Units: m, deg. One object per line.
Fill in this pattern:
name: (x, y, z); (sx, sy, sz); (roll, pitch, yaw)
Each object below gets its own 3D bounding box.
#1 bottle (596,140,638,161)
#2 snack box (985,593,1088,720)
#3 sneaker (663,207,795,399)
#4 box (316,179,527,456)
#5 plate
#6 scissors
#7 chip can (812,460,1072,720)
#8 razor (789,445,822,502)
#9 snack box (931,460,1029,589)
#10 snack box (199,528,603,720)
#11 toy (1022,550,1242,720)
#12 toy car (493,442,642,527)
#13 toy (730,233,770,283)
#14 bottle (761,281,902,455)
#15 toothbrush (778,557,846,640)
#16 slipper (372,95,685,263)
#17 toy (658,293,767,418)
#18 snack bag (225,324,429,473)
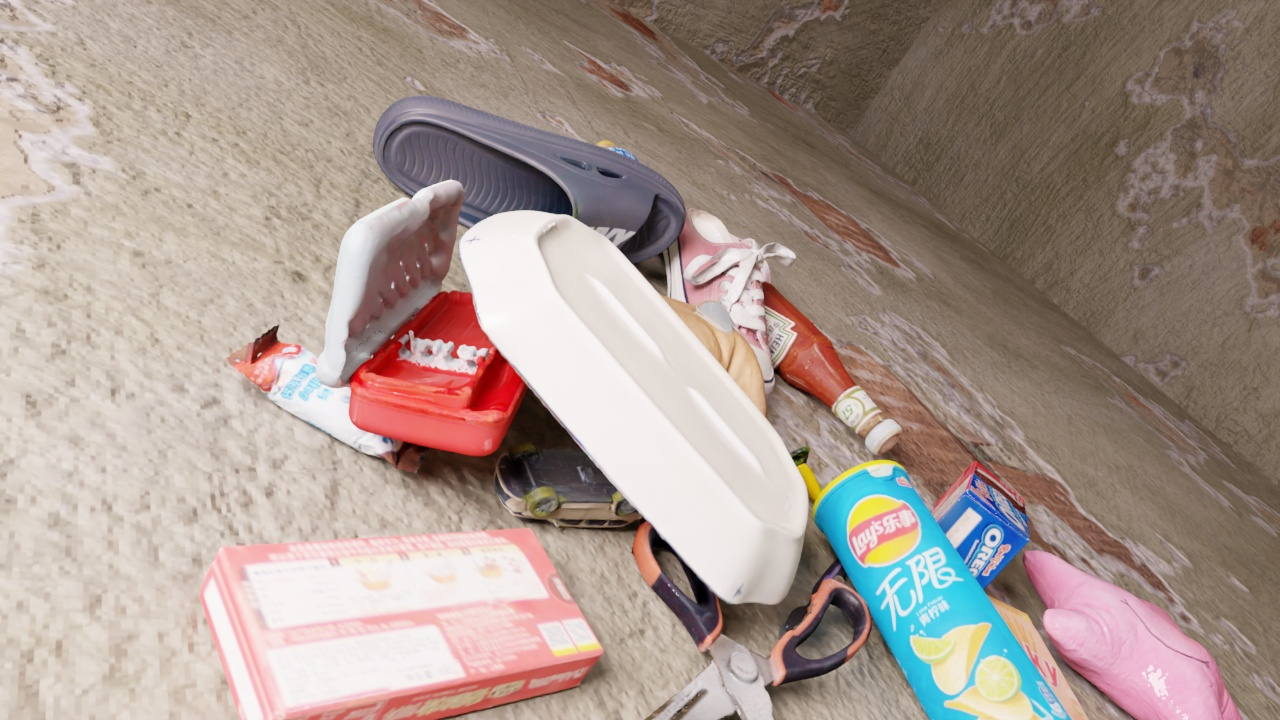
bottle: (-0.024, -0.182, 0.973); (0.065, 0.065, 0.218); (24, 25, -23)
snack box: (0.251, 0.217, 0.611); (0.084, 0.026, 0.157); (27, 25, -17)
sneaker: (0.079, -0.066, 0.822); (0.118, 0.088, 0.240); (19, 40, -27)
box: (-0.095, -0.033, 0.493); (0.094, 0.100, 0.200); (14, 16, -3)
plate: (0.011, 0.015, 0.506); (0.265, 0.034, 0.161); (49, 24, -5)
scissors: (0.056, 0.150, 0.474); (0.188, 0.015, 0.224); (12, 28, -23)
chip can: (0.182, 0.160, 0.557); (0.071, 0.071, 0.210); (17, 32, -35)
razor: (0.160, 0.116, 0.671); (0.132, 0.028, 0.043); (39, -20, 21)
snack box: (0.265, 0.127, 0.725); (0.057, 0.058, 0.207); (42, 14, 17)
snack box: (-0.091, 0.107, 0.375); (0.152, 0.025, 0.075); (7, 34, -47)
toy: (0.377, 0.219, 0.711); (0.194, 0.075, 0.178); (43, 25, 22)
toy car: (-0.039, 0.071, 0.502); (0.090, 0.035, 0.042); (9, 32, -34)
toy: (0.067, -0.116, 0.982); (0.159, 0.054, 0.121); (37, 30, 23)
bottle: (0.162, 0.006, 0.863); (0.059, 0.060, 0.206); (3, 39, -50)
toothbrush: (0.122, 0.147, 0.600); (0.014, 0.017, 0.188); (44, 22, 15)
slipper: (-0.087, -0.125, 0.751); (0.268, 0.111, 0.083); (17, 44, -24)
toy: (-0.004, 0.004, 0.621); (0.225, 0.083, 0.143); (-2, 41, -51)
snack bag: (-0.153, 0.021, 0.459); (0.105, 0.026, 0.045); (34, 16, -8)
